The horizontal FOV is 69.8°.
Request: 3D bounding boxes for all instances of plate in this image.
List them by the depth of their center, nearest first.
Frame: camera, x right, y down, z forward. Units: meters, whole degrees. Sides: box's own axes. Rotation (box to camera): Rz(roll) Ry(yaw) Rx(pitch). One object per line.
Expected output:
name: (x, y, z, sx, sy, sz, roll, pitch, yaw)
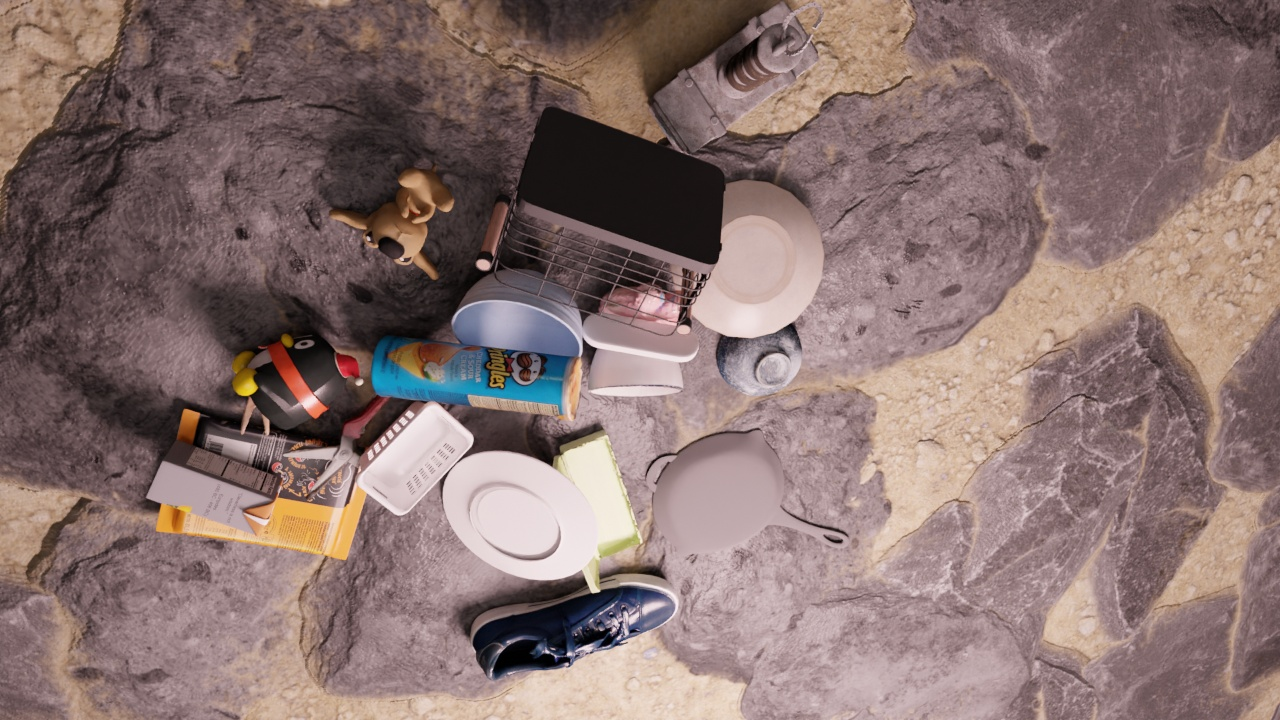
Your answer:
plate: (0.131, -0.120, 1.097, 0.188, 0.027, 0.189, -1, 98, -7)
plate: (-0.154, 0.201, 1.148, 0.209, 0.015, 0.209, 9, 124, 13)

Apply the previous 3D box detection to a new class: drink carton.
drink carton: (-0.470, 0.142, 1.021, 0.124, 0.076, 0.048, 25, 101, -19)

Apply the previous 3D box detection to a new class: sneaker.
sneaker: (-0.080, 0.375, 1.250, 0.294, 0.127, 0.121, -11, 118, -13)

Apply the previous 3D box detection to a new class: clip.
clip: (-0.444, 0.058, 1.045, 0.041, 0.024, 0.060, -8, 88, -25)

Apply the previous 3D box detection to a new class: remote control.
remote control: (0.000, -0.027, 1.060, 0.136, 0.043, 0.013, 10, 149, -5)

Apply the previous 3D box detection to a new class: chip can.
chip can: (-0.182, 0.019, 1.037, 0.229, 0.079, 0.080, 7, 114, 7)

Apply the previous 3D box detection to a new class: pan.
pan: (0.165, 0.214, 1.299, 0.354, 0.024, 0.217, 23, 106, -24)

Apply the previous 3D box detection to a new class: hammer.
hammer: (0.107, -0.282, 0.882, 0.177, 0.326, 0.079, -36, 101, 2)

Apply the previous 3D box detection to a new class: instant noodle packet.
instant noodle packet: (-0.442, 0.154, 1.094, 0.220, 0.032, 0.160, 15, 107, -21)

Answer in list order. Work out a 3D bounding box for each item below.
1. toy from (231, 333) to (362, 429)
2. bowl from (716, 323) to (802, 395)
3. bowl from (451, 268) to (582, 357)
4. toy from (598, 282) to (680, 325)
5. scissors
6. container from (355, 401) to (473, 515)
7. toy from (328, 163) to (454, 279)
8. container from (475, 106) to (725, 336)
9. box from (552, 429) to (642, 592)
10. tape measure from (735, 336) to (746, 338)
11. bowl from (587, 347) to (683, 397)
toy: (-0.376, 0.017, 1.017, 0.119, 0.097, 0.100, -32, 119, -10)
bowl: (0.161, 0.001, 1.178, 0.114, 0.060, 0.114, -7, 117, -14)
bowl: (-0.133, -0.055, 1.044, 0.150, 0.074, 0.151, 7, 150, 4)
toy: (0.011, -0.063, 1.088, 0.108, 0.105, 0.053, 16, 71, -24)
scissors: (-0.312, 0.101, 1.100, 0.179, 0.015, 0.199, 37, 88, -35)
container: (-0.271, 0.109, 1.085, 0.129, 0.049, 0.081, -47, 124, -8)
toy: (-0.248, -0.153, 0.974, 0.134, 0.105, 0.108, 32, 113, -22)
container: (-0.034, -0.139, 0.967, 0.241, 0.162, 0.131, 18, 138, -11)
box: (-0.067, 0.196, 1.206, 0.130, 0.064, 0.188, -47, 130, -41)
tape measure: (0.126, -0.067, 1.137, 0.062, 0.038, 0.067, -40, 91, -7)
bowl: (-0.007, 0.006, 1.108, 0.116, 0.116, 0.065, 2, 81, -17)
